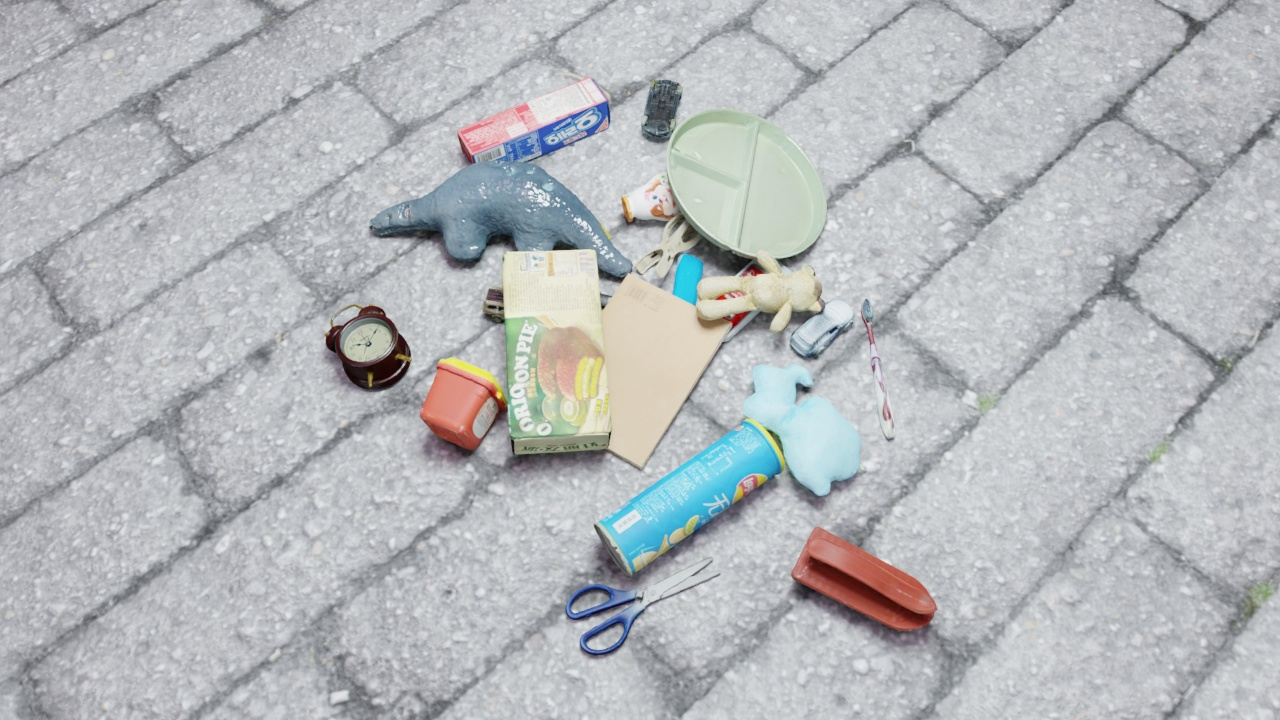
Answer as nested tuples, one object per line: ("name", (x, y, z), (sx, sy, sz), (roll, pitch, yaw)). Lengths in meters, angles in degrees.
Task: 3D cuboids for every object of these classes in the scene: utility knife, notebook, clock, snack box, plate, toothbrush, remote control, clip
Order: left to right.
("clock", (-0.331, -0.020, 1.111), (0.082, 0.055, 0.122), (-35, 65, -16))
("snack box", (-0.203, 0.052, 1.050), (0.082, 0.091, 0.080), (20, 71, 13))
("snack box", (-0.144, -0.320, 1.265), (0.207, 0.057, 0.058), (-26, 62, -11))
("snack box", (-0.099, -0.013, 1.068), (0.114, 0.063, 0.239), (-4, 66, -7))
("notebook", (-0.007, 0.006, 1.100), (0.149, 0.012, 0.211), (28, 72, 17))
("clip", (0.039, -0.146, 1.171), (0.099, 0.034, 0.070), (-52, 35, -15))
("utility knife", (0.052, -0.062, 1.144), (0.034, 0.018, 0.160), (7, 64, 9))
("remote control", (0.130, -0.081, 1.149), (0.135, 0.020, 0.056), (-42, 68, -18))
("plate", (0.135, -0.225, 1.181), (0.230, 0.028, 0.229), (10, 63, -19))
("toothbrush", (0.285, 0.007, 1.099), (0.016, 0.017, 0.187), (-3, 61, 1))

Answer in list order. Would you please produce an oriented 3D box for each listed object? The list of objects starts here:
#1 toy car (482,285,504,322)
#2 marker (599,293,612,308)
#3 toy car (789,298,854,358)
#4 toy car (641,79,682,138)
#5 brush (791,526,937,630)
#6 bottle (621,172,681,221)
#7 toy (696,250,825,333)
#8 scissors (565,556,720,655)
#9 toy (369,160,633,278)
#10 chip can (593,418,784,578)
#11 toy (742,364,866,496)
("toy car", (-0.151, -0.068, 1.143), (0.090, 0.035, 0.042), (11, 65, 4))
("marker", (-0.042, -0.074, 1.154), (0.124, 0.015, 0.018), (13, 67, 7))
("toy car", (0.222, -0.041, 1.119), (0.090, 0.034, 0.043), (-39, 64, -19))
("toy car", (0.030, -0.352, 1.291), (0.049, 0.031, 0.105), (8, 61, 7))
("brush", (0.235, 0.231, 0.951), (0.146, 0.069, 0.063), (26, 66, 15))
("bottle", (0.031, -0.212, 1.199), (0.108, 0.063, 0.063), (-17, 63, -7))
("toy", (0.143, -0.078, 1.105), (0.157, 0.066, 0.105), (-6, 71, -10))
("scissors", (0.000, 0.245, 0.984), (0.126, 0.012, 0.173), (34, 67, 18))
("toy", (-0.178, -0.190, 1.187), (0.356, 0.091, 0.138), (8, 90, 7))
("chip can", (0.054, 0.149, 1.000), (0.210, 0.071, 0.071), (-33, 66, -14))
("toy", (0.190, 0.077, 1.045), (0.156, 0.050, 0.161), (19, 54, 2))
